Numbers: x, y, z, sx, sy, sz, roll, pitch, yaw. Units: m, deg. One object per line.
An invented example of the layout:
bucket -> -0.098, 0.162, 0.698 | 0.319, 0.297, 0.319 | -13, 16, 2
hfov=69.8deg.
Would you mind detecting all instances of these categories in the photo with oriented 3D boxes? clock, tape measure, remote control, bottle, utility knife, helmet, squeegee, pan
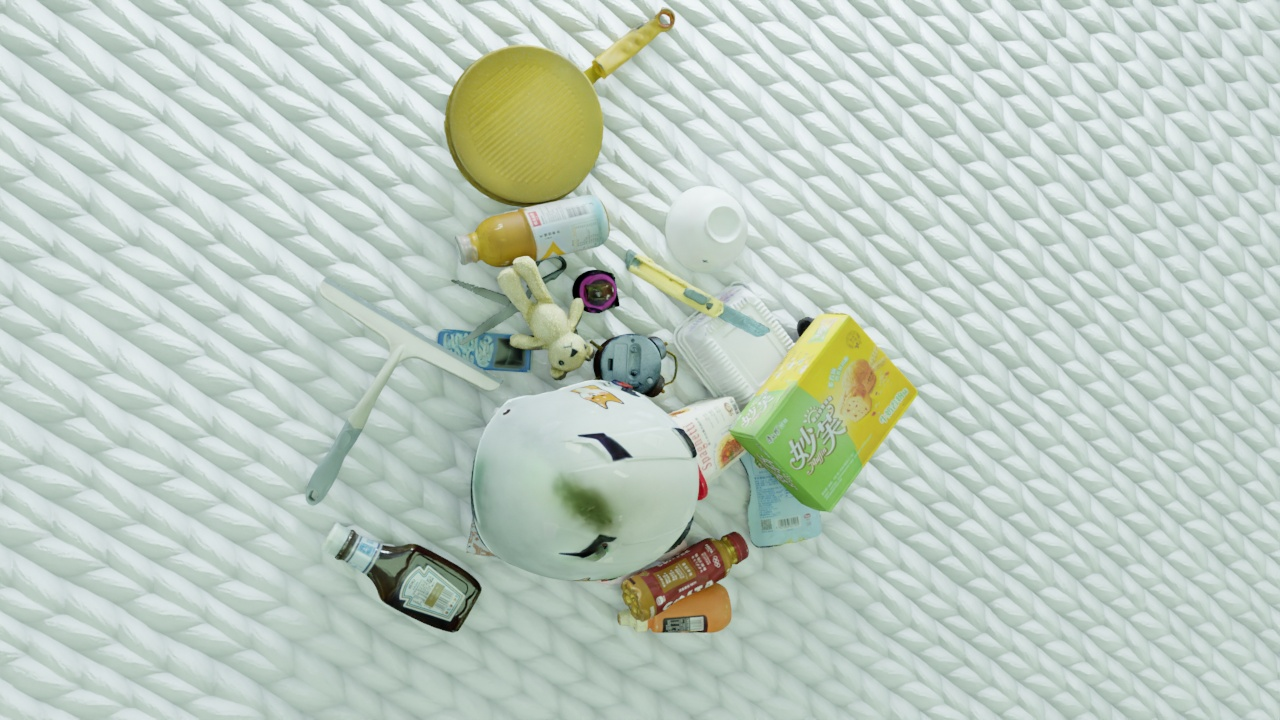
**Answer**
clock -> -0.007, 0.007, 1.194 | 0.121, 0.055, 0.082 | 3, 90, -18
tape measure -> -0.058, -0.089, 1.183 | 0.057, 0.039, 0.057 | -10, 94, -17
remote control -> -0.194, -0.012, 1.150 | 0.124, 0.024, 0.049 | 4, 90, -22
bottle -> 0.043, 0.334, 1.217 | 0.149, 0.067, 0.067 | -5, 93, -10
utility knife -> 0.071, -0.084, 1.196 | 0.216, 0.022, 0.031 | 30, 89, 5
bottle -> -0.293, 0.259, 1.118 | 0.195, 0.044, 0.079 | 32, 82, -15
helmet -> -0.038, 0.138, 0.994 | 0.273, 0.157, 0.230 | 4, 93, -29
squeegee -> -0.334, 0.067, 1.091 | 0.246, 0.039, 0.246 | 31, 88, -5
bottle -> -0.135, -0.157, 1.142 | 0.189, 0.068, 0.068 | -15, 96, -16
pan -> -0.085, -0.344, 1.166 | 0.357, 0.078, 0.198 | -40, 105, -6
bottle -> 0.061, 0.277, 1.196 | 0.174, 0.058, 0.057 | -22, 98, -24

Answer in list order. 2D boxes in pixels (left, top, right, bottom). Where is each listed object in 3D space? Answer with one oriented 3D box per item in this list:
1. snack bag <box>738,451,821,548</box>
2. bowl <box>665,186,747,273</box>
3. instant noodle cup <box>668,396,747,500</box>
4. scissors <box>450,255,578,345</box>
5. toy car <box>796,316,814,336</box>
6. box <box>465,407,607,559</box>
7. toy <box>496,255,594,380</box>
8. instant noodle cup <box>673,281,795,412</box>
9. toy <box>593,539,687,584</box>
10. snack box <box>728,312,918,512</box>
snack bag -> 0.190, 0.157, 1.267 | 0.110, 0.039, 0.191 | -8, 89, -8
bowl -> 0.099, -0.177, 1.216 | 0.118, 0.065, 0.118 | 0, 91, -17
instant noodle cup -> 0.070, 0.108, 1.197 | 0.124, 0.117, 0.116 | -28, 99, -27
scissors -> -0.152, -0.066, 1.156 | 0.179, 0.014, 0.159 | -42, 99, -20
toy car -> 0.263, 0.009, 1.270 | 0.042, 0.070, 0.158 | -28, 100, -16
box -> -0.102, 0.161, 1.119 | 0.174, 0.152, 0.182 | 11, 88, 1
toy -> -0.117, -0.054, 1.123 | 0.105, 0.066, 0.157 | -35, 104, -15
instant noodle cup -> 0.144, -0.010, 1.226 | 0.138, 0.060, 0.173 | -39, 92, -13
toy -> -0.009, 0.231, 1.199 | 0.159, 0.054, 0.121 | 1, 96, -28
snack box -> 0.239, 0.065, 1.183 | 0.157, 0.070, 0.209 | 44, 77, -19
